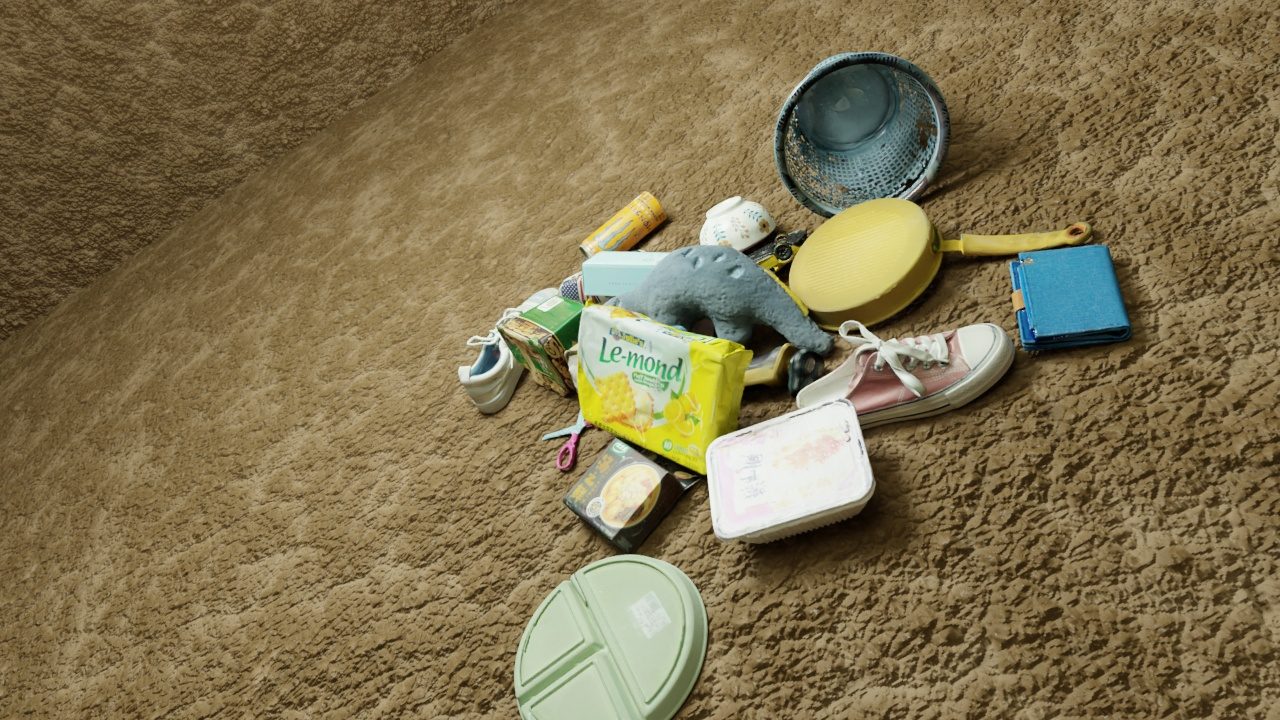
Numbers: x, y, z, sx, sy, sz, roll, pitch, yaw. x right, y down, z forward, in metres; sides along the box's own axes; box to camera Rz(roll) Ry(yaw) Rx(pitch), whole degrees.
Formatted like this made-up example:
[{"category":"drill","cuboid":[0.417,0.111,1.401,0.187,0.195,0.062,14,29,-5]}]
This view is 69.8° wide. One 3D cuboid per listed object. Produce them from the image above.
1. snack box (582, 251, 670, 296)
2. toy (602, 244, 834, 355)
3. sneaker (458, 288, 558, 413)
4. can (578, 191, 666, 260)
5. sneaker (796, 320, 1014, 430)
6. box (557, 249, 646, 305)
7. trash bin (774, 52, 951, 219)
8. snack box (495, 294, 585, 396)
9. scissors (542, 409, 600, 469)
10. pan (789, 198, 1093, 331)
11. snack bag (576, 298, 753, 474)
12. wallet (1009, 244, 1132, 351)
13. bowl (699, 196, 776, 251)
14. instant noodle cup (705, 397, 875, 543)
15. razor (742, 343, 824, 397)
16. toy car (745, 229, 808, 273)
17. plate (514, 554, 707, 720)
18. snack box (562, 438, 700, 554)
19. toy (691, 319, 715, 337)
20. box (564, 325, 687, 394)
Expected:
[{"category":"snack box","cuboid":[0.009,-0.124,1.320,0.175,0.052,0.074,4,20,19]},{"category":"toy","cuboid":[0.083,-0.082,1.199,0.357,0.138,0.091,5,12,33]},{"category":"sneaker","cuboid":[-0.204,-0.038,1.419,0.090,0.091,0.241,1,48,37]},{"category":"can","cuboid":[-0.028,-0.211,1.501,0.146,0.058,0.058,-40,37,-7]},{"category":"sneaker","cuboid":[0.277,0.009,0.995,0.241,0.088,0.118,-21,38,20]},{"category":"box","cuboid":[-0.050,-0.123,1.417,0.164,0.072,0.060,-19,15,16]},{"category":"trash bin","cuboid":[0.298,-0.333,1.279,0.227,0.226,0.194,-21,26,18]},{"category":"snack box","cuboid":[-0.121,-0.031,1.329,0.105,0.117,0.118,-45,40,-21]},{"category":"scissors","cuboid":[-0.081,0.094,1.242,0.134,0.017,0.133,-18,40,28]},{"category":"pan","cuboid":[0.355,-0.131,1.128,0.358,0.078,0.197,-15,44,35]},{"category":"snack bag","cuboid":[0.023,0.027,1.103,0.247,0.158,0.068,21,27,36]},{"category":"wallet","cuboid":[0.457,-0.068,0.984,0.106,0.040,0.132,-7,44,20]},{"category":"bowl","cuboid":[0.133,-0.198,1.332,0.113,0.062,0.113,-26,16,8]},{"category":"instant noodle cup","cuboid":[0.162,0.127,0.973,0.174,0.060,0.137,-22,42,19]},{"category":"razor","cuboid":[0.142,0.022,1.125,0.168,0.062,0.067,-13,73,35]},{"category":"toy car","cuboid":[0.164,-0.135,1.273,0.156,0.041,0.071,-25,15,15]},{"category":"plate","cuboid":[-0.038,0.301,0.967,0.231,0.027,0.229,-21,40,18]},{"category":"snack box","cuboid":[-0.013,0.154,1.097,0.125,0.053,0.113,-50,39,-11]},{"category":"toy","cuboid":[0.071,-0.063,1.276,0.108,0.039,0.083,17,57,43]},{"category":"box","cuboid":[-0.007,0.007,1.209,0.185,0.090,0.062,-2,25,33]}]
